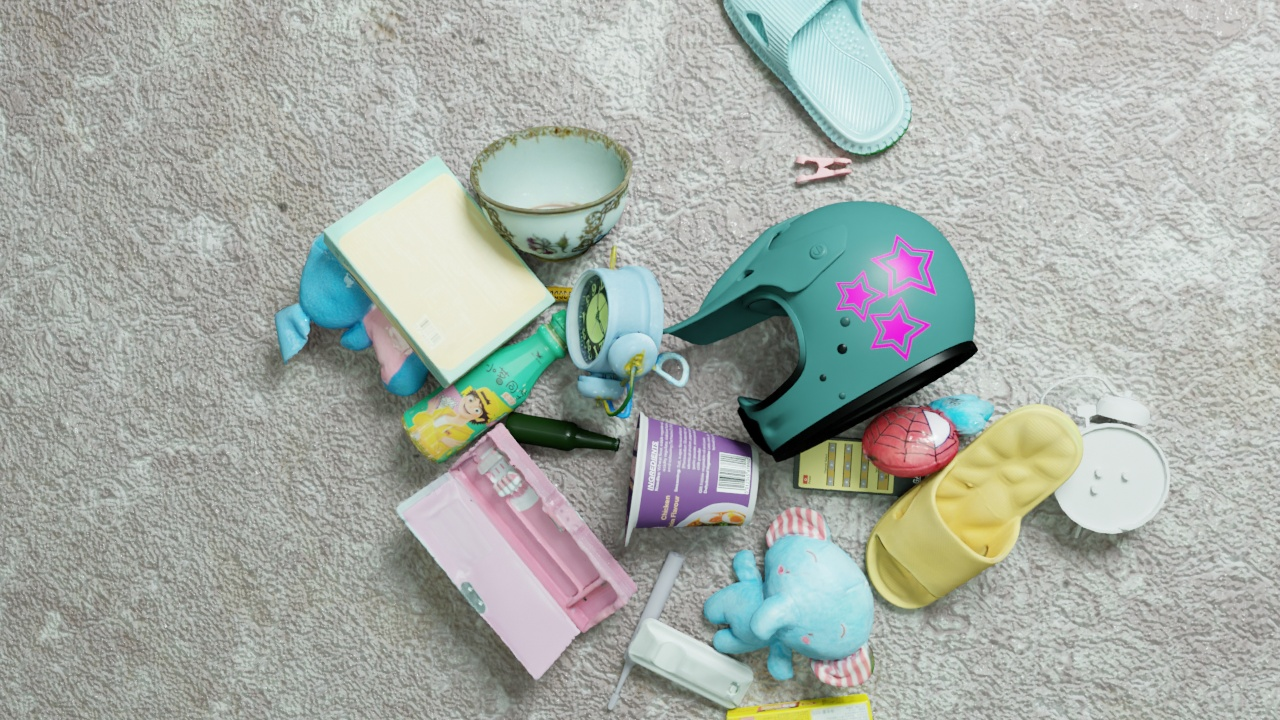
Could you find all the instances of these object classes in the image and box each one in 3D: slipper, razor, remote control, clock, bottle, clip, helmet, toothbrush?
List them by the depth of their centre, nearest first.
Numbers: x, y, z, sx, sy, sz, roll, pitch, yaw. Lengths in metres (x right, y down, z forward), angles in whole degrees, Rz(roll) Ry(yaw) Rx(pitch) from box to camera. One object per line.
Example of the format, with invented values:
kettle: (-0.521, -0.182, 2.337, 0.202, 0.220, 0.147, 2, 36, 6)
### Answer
helmet: (0.168, -0.040, 0.875, 0.275, 0.176, 0.200, -32, 74, 17)
slipper: (0.313, 0.149, 0.886, 0.099, 0.078, 0.264, 42, 114, 9)
clock: (0.445, 0.092, 0.897, 0.120, 0.061, 0.159, -19, 91, 8)
clock: (-0.024, -0.023, 0.902, 0.060, 0.118, 0.162, 4, 58, -28)
slipper: (0.173, -0.328, 0.915, 0.116, 0.069, 0.276, -35, 88, 11)
clip: (0.185, -0.202, 0.942, 0.060, 0.023, 0.045, -25, 90, 14)
remote control: (0.227, 0.110, 0.953, 0.133, 0.013, 0.058, 2, 93, 8)
remote control: (0.053, 0.323, 0.972, 0.133, 0.022, 0.050, 27, 96, -4)
bottle: (-0.152, 0.023, 0.974, 0.210, 0.068, 0.068, -37, 87, 1)
razor: (-0.077, -0.071, 0.984, 0.144, 0.021, 0.044, 3, 106, 7)
bottle: (-0.083, 0.081, 0.986, 0.123, 0.033, 0.033, 9, 94, 7)
toothbrush: (0.003, 0.294, 0.991, 0.018, 0.019, 0.188, 25, 96, 22)

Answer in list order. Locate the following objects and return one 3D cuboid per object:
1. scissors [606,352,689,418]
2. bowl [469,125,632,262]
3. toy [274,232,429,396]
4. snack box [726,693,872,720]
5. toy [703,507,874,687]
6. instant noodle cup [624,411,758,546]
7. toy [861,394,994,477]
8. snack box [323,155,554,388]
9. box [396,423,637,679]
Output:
scissors: (0.003, 0.001, 0.949, 0.123, 0.016, 0.125, -5, 60, 21)
bowl: (-0.087, -0.158, 0.934, 0.160, 0.159, 0.094, 6, 134, 8)
toy: (-0.281, -0.054, 0.975, 0.191, 0.099, 0.224, 45, 86, -1)
snack box: (0.170, 0.400, 0.969, 0.152, 0.025, 0.075, -10, 91, 8)
toy: (0.144, 0.250, 0.931, 0.181, 0.114, 0.183, -22, 80, 20)
instant noodle cup: (0.052, 0.127, 0.934, 0.122, 0.122, 0.136, 7, 85, -2)
toy: (0.282, 0.068, 0.900, 0.133, 0.092, 0.062, -29, 119, -5)
snack box: (-0.202, -0.091, 0.931, 0.141, 0.044, 0.193, -41, 94, -21)
box: (-0.127, 0.197, 0.948, 0.232, 0.115, 0.107, 51, 125, 2)
